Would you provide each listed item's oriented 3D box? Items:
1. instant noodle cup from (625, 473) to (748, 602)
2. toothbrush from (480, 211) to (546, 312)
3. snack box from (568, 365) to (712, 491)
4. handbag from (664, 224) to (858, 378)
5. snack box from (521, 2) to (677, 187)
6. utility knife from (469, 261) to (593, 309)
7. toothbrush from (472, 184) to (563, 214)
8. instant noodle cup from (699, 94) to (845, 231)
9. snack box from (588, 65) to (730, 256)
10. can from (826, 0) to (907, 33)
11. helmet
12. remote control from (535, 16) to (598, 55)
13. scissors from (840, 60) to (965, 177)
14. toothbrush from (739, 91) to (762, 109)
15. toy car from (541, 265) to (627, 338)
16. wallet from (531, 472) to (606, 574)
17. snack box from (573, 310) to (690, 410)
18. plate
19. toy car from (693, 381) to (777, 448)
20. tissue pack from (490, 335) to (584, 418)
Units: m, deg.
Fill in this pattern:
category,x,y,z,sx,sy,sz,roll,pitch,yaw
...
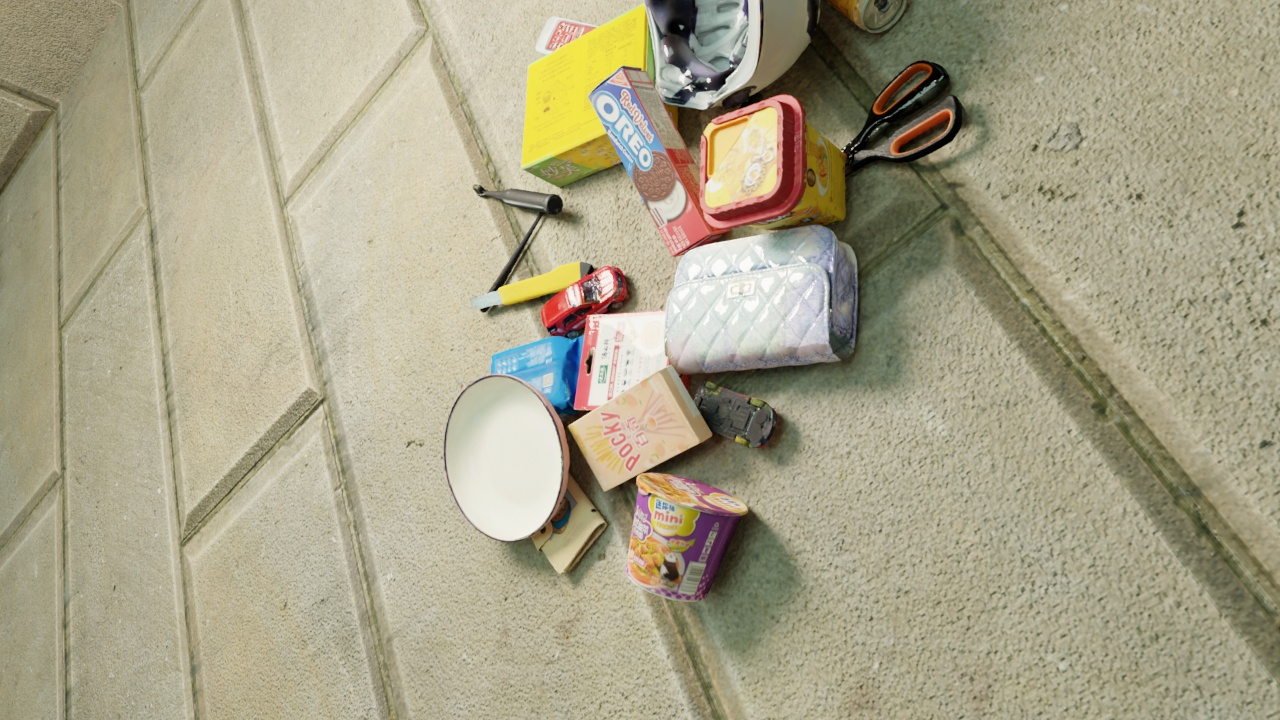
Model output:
category,x,y,z,sx,sy,sz,roll,pitch,yaw
instant noodle cup,0.037,0.172,0.891,0.112,0.111,0.099,23,100,42
toothbrush,-0.166,-0.141,1.218,0.018,0.015,0.181,39,101,43
snack box,-0.004,0.074,0.961,0.158,0.026,0.084,-33,86,41
handbag,0.115,-0.056,0.915,0.194,0.075,0.134,-8,71,39
snack box,-0.051,-0.325,1.142,0.211,0.070,0.157,-13,68,39
utility knife,-0.143,-0.093,1.176,0.207,0.015,0.033,-11,72,32
toothbrush,-0.170,-0.219,1.228,0.213,0.027,0.026,21,72,50
instant noodle cup,0.134,-0.178,0.888,0.116,0.123,0.116,-8,76,44
snack box,0.021,-0.217,1.002,0.057,0.058,0.207,-29,87,33
can,0.213,-0.401,0.958,0.058,0.058,0.146,-47,52,18
helmet,0.104,-0.385,0.962,0.259,0.145,0.229,1,107,64
remote control,-0.092,-0.434,1.249,0.136,0.020,0.056,31,97,41
scissors,0.215,-0.216,0.926,0.234,0.021,0.162,-6,69,44
toothbrush,0.083,-0.223,1.042,0.189,0.016,0.014,-57,38,14
toy car,-0.068,-0.069,1.094,0.121,0.045,0.053,-31,59,26
wallet,-0.094,0.179,1.048,0.087,0.024,0.115,-51,51,9
snack box,-0.006,0.006,1.016,0.127,0.044,0.113,-1,76,38
plate,-0.149,0.111,1.056,0.193,0.039,0.192,2,93,37
toy car,0.094,0.056,0.924,0.106,0.031,0.049,19,89,46
tissue pack,-0.121,0.027,1.100,0.157,0.052,0.095,-15,69,36
